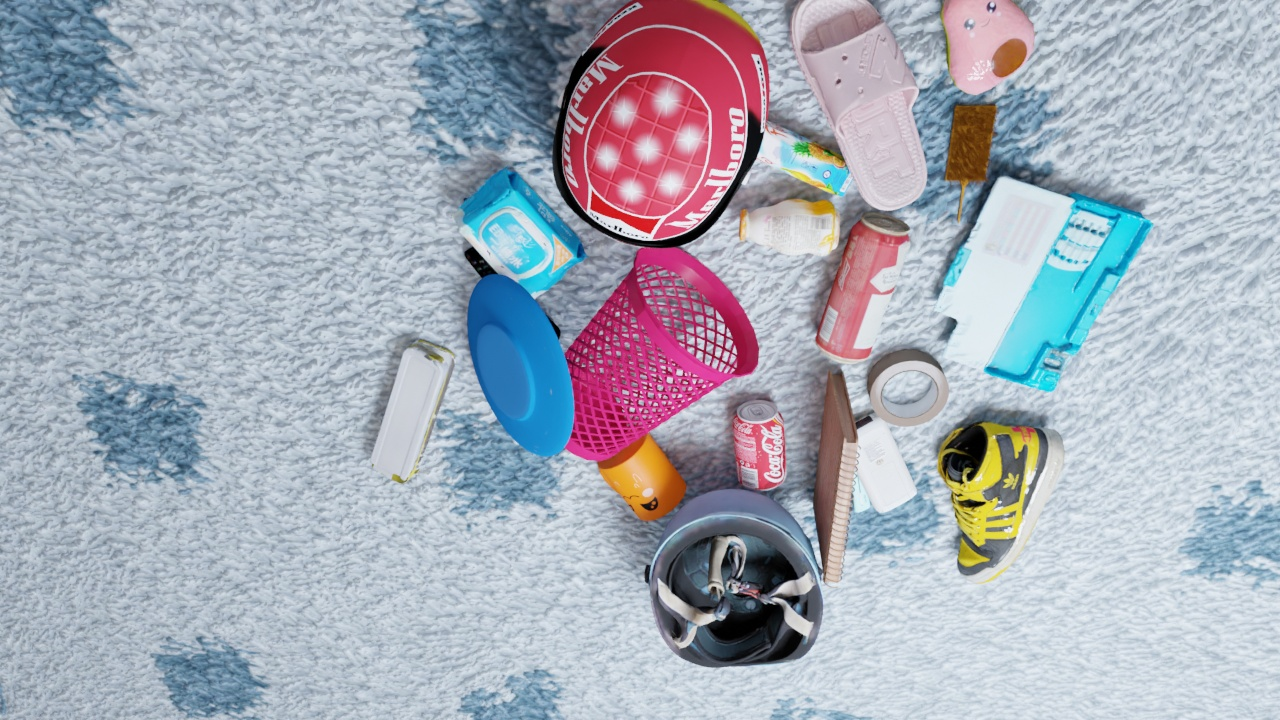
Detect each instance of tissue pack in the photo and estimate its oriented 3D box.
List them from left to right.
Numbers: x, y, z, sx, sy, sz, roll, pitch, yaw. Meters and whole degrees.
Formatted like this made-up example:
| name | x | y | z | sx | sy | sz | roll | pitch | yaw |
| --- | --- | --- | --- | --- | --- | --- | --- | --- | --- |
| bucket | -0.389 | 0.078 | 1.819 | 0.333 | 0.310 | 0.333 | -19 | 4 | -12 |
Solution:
| name | x | y | z | sx | sy | sz | roll | pitch | yaw |
| --- | --- | --- | --- | --- | --- | --- | --- | --- | --- |
| tissue pack | -0.140 | -0.142 | 1.054 | 0.093 | 0.061 | 0.144 | -35 | 111 | 22 |

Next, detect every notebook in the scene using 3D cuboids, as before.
| name | x | y | z | sx | sy | sz | roll | pitch | yaw |
| --- | --- | --- | --- | --- | --- | --- | --- | --- | --- |
| notebook | 0.236 | 0.143 | 1.115 | 0.022 | 0.168 | 0.211 | 3 | 119 | 4 |

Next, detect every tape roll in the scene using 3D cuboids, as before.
| name | x | y | z | sx | sy | sz | roll | pitch | yaw |
| --- | --- | --- | --- | --- | --- | --- | --- | --- | --- |
| tape roll | 0.327 | 0.034 | 1.125 | 0.094 | 0.030 | 0.094 | 2 | 119 | 4 |

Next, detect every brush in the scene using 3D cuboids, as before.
| name | x | y | z | sx | sy | sz | roll | pitch | yaw |
| --- | --- | --- | --- | --- | --- | --- | --- | --- | --- |
| brush | 0.356 | -0.212 | 0.995 | 0.048 | 0.017 | 0.126 | 1 | 119 | 5 |

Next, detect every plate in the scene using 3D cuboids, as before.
| name | x | y | z | sx | sy | sz | roll | pitch | yaw |
| --- | --- | --- | --- | --- | --- | --- | --- | --- | --- |
| plate | -0.153 | 0.010 | 1.073 | 0.024 | 0.224 | 0.225 | -21 | 126 | -34 |

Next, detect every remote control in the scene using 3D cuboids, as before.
| name | x | y | z | sx | sy | sz | roll | pitch | yaw |
| --- | --- | --- | --- | --- | --- | --- | --- | --- | --- |
| remote control | -0.153 | -0.080 | 1.109 | 0.152 | 0.020 | 0.041 | 47 | 154 | -19 |
| remote control | 0.306 | 0.133 | 1.178 | 0.060 | 0.025 | 0.138 | -29 | 113 | 1 |

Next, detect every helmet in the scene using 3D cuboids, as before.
| name | x | y | z | sx | sy | sz | roll | pitch | yaw |
| --- | --- | --- | --- | --- | --- | --- | --- | --- | --- |
| helmet | 0.016 | -0.220 | 0.902 | 0.197 | 0.224 | 0.272 | 22 | 117 | -2 |
| helmet | 0.120 | 0.269 | 1.195 | 0.225 | 0.166 | 0.266 | -4 | 124 | 7 |

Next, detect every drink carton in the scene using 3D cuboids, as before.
| name | x | y | z | sx | sy | sz | roll | pitch | yaw |
| --- | --- | --- | --- | --- | --- | --- | --- | --- | --- |
| drink carton | 0.169 | -0.222 | 0.992 | 0.129 | 0.044 | 0.039 | 23 | 118 | -9 |

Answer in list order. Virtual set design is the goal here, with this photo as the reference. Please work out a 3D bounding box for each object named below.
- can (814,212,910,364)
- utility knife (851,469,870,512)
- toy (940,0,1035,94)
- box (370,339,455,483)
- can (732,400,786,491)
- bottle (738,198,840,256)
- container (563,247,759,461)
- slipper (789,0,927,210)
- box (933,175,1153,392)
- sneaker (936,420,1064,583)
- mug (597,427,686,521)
| name | x | y | z | sx | sy | sz | roll | pitch | yaw |
| --- | --- | --- | --- | --- | --- | --- | --- | --- | --- |
| can | 0.253 | -0.080 | 1.049 | 0.067 | 0.067 | 0.170 | 12 | 119 | -1 |
| utility knife | 0.283 | 0.147 | 1.203 | 0.022 | 0.015 | 0.120 | -11 | 114 | 7 |
| toy | 0.338 | -0.326 | 0.914 | 0.090 | 0.051 | 0.110 | -33 | 110 | 19 |
| box | -0.299 | 0.067 | 1.206 | 0.066 | 0.044 | 0.210 | 27 | 119 | 5 |
| can | 0.151 | 0.108 | 1.164 | 0.064 | 0.064 | 0.105 | -4 | 118 | 7 |
| bottle | 0.165 | -0.149 | 1.022 | 0.109 | 0.063 | 0.063 | 3 | 119 | 4 |
| container | -0.007 | 0.006 | 1.070 | 0.183 | 0.182 | 0.226 | 38 | 123 | -15 |
| slipper | 0.233 | -0.264 | 0.930 | 0.094 | 0.064 | 0.239 | -26 | 106 | 3 |
| box | 0.439 | -0.085 | 1.045 | 0.182 | 0.039 | 0.227 | 17 | 119 | -3 |
| sneaker | 0.427 | 0.180 | 1.164 | 0.122 | 0.086 | 0.239 | 13 | 115 | -9 |
| mug | -0.010 | 0.150 | 1.204 | 0.113 | 0.077 | 0.096 | -12 | 122 | 47 |
